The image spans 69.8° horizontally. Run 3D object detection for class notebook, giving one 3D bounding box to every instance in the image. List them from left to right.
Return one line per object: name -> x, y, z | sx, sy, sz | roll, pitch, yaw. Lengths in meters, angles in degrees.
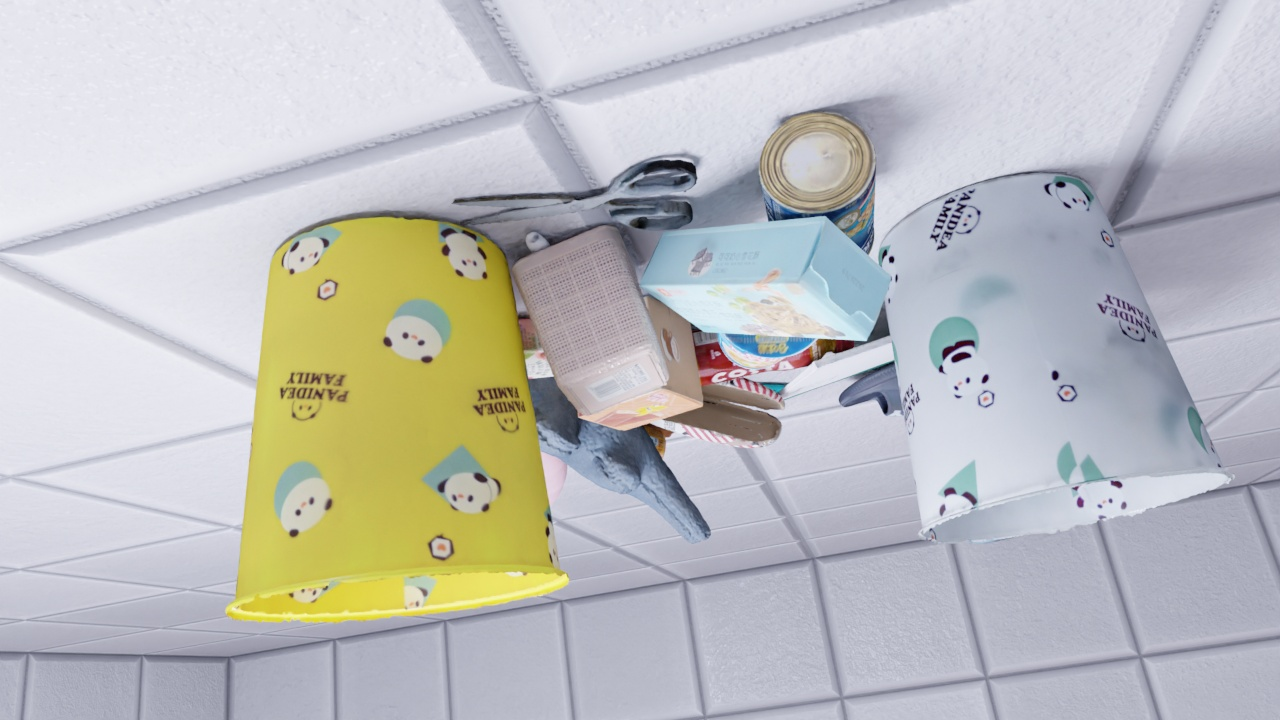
notebook -> 0.242, -0.003, 0.958 | 0.208, 0.012, 0.151 | -18, 168, -18

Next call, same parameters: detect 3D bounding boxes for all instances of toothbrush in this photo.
toothbrush -> -0.064, -0.063, 0.769 | 0.016, 0.016, 0.180 | -18, 158, 5

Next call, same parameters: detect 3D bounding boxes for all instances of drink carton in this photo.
drink carton -> -0.136, -0.010, 0.841 | 0.122, 0.045, 0.054 | -4, 154, -12

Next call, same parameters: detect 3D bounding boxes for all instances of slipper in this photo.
slipper -> 0.368, 0.029, 1.069 | 0.268, 0.083, 0.110 | -17, 167, 13

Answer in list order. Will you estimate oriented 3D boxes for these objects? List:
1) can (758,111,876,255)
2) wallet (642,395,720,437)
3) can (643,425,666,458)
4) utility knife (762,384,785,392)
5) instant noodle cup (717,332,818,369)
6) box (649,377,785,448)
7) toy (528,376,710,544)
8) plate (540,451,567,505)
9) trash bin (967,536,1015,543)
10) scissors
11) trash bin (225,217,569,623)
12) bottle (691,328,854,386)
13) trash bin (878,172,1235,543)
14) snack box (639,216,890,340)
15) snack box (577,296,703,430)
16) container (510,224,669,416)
can -> 0.123, -0.110, 0.632 | 0.075, 0.075, 0.111 | -12, 159, 9
wallet -> 0.028, 0.069, 1.137 | 0.101, 0.032, 0.125 | 3, 157, -35
can -> -0.045, 0.090, 1.070 | 0.146, 0.058, 0.058 | 19, 151, -18
utility knife -> 0.124, 0.036, 1.106 | 0.174, 0.013, 0.029 | 1, 159, -24
instant noodle cup -> 0.108, -0.037, 0.808 | 0.099, 0.099, 0.110 | -8, 167, -1
box -> 0.073, 0.033, 0.965 | 0.163, 0.086, 0.076 | 12, -152, 28
toy -> -0.069, 0.076, 0.959 | 0.356, 0.137, 0.092 | 32, 115, -25
plate -> -0.183, 0.144, 1.099 | 0.192, 0.039, 0.193 | -4, 126, -6
trash bin -> 0.387, 0.048, 0.934 | 0.226, 0.195, 0.227 | -27, 172, -4
scissors -> -0.039, -0.110, 0.660 | 0.165, 0.014, 0.162 | -23, 154, 36
trash bin -> -0.180, 0.050, 0.679 | 0.229, 0.255, 0.230 | -7, 161, -3
bottle -> 0.121, -0.015, 0.908 | 0.175, 0.057, 0.057 | -10, 160, 4
trash bin -> 0.313, 0.003, 0.752 | 0.229, 0.251, 0.230 | -7, 159, -3
snack box -> 0.081, -0.055, 0.639 | 0.074, 0.051, 0.175 | 32, 165, -32
snack box -> -0.005, 0.005, 0.862 | 0.095, 0.092, 0.077 | -20, 157, 29
container -> -0.035, -0.027, 0.715 | 0.090, 0.111, 0.090 | -23, 156, 2
